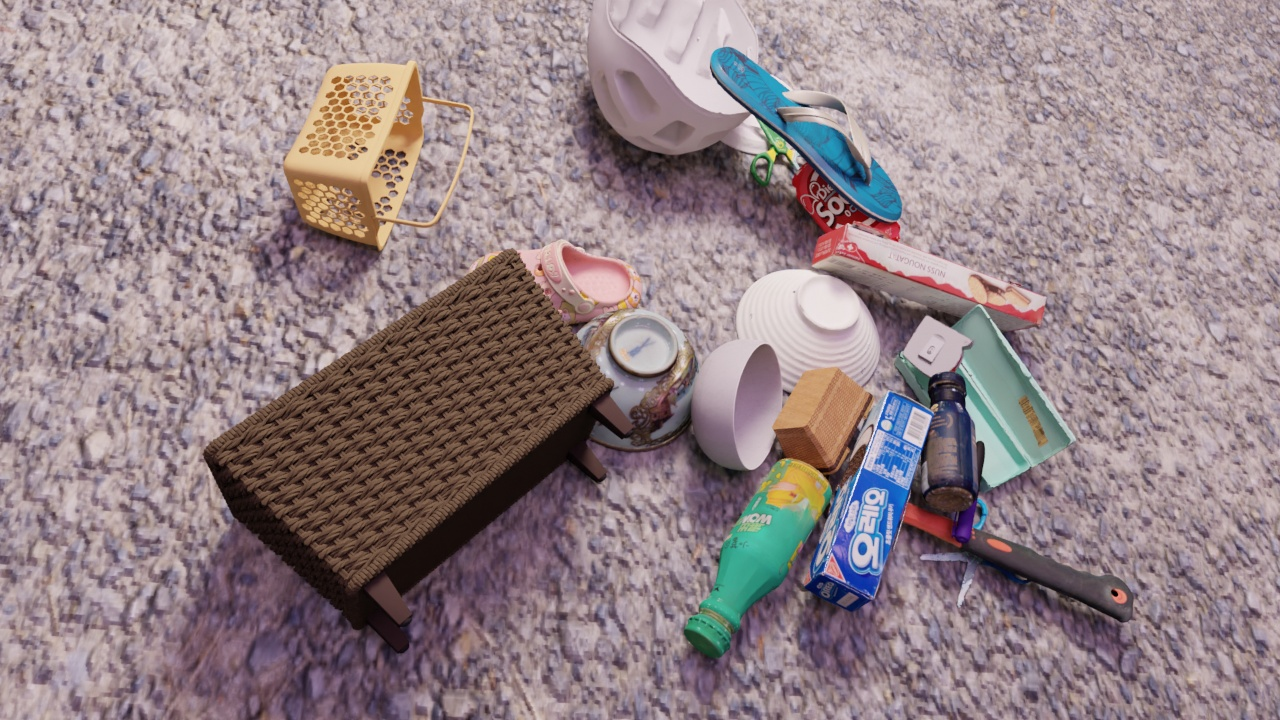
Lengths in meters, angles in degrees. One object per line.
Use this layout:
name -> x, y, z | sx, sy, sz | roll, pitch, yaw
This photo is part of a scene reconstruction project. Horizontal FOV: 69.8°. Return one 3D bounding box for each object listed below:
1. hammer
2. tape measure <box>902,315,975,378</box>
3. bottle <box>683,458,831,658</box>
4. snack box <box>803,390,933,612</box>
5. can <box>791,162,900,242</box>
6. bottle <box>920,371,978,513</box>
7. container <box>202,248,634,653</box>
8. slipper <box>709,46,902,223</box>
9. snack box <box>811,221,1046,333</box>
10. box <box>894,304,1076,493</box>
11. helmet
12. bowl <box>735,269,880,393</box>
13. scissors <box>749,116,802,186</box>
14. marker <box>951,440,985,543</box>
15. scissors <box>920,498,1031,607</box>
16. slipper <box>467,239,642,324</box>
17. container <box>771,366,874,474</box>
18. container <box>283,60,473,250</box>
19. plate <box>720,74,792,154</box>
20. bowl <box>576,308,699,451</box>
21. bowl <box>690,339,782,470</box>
hammer -> 0.351, 0.189, 0.961 | 0.333, 0.033, 0.132 | 22, 58, 6
tape measure -> 0.336, -0.013, 1.043 | 0.060, 0.020, 0.062 | 35, 93, 30
bottle -> 0.113, 0.192, 0.898 | 0.068, 0.068, 0.209 | 35, 60, 8
snack box -> 0.232, 0.137, 0.924 | 0.059, 0.060, 0.225 | 26, 60, 3
can -> 0.256, -0.187, 1.142 | 0.074, 0.075, 0.142 | -26, 69, -24
bottle -> 0.327, 0.083, 0.976 | 0.056, 0.056, 0.160 | 17, 51, -3
container -> -0.179, 0.089, 0.834 | 0.320, 0.177, 0.205 | -39, 78, -28
slipper -> 0.209, -0.279, 1.077 | 0.295, 0.060, 0.118 | 37, 38, -8
snack box -> 0.340, -0.095, 1.078 | 0.273, 0.077, 0.044 | 17, 81, -13
box -> 0.384, 0.043, 1.036 | 0.078, 0.110, 0.187 | -11, 65, -38
helmet -> 0.038, -0.393, 1.136 | 0.224, 0.184, 0.282 | 13, 75, -38
bowl -> 0.204, -0.049, 1.054 | 0.177, 0.071, 0.177 | 5, 60, -9
scissors -> 0.188, -0.278, 1.203 | 0.121, 0.012, 0.127 | 20, 71, -9
marker -> 0.347, 0.136, 0.967 | 0.018, 0.015, 0.133 | 5, 47, 27
scissors -> 0.365, 0.210, 0.975 | 0.129, 0.014, 0.127 | 29, 60, 7
slipper -> -0.089, -0.089, 1.007 | 0.197, 0.082, 0.093 | 1, 62, -15
container -> 0.192, 0.060, 0.980 | 0.061, 0.063, 0.113 | 50, 56, -22
container -> -0.279, -0.224, 1.013 | 0.167, 0.129, 0.183 | 9, 59, 1
plate -> 0.153, -0.342, 1.243 | 0.157, 0.014, 0.156 | 5, 60, -10
bowl -> -0.006, 0.006, 0.962 | 0.160, 0.094, 0.159 | 5, 59, -9
bowl -> 0.094, 0.044, 0.952 | 0.064, 0.132, 0.131 | 6, 53, 29
